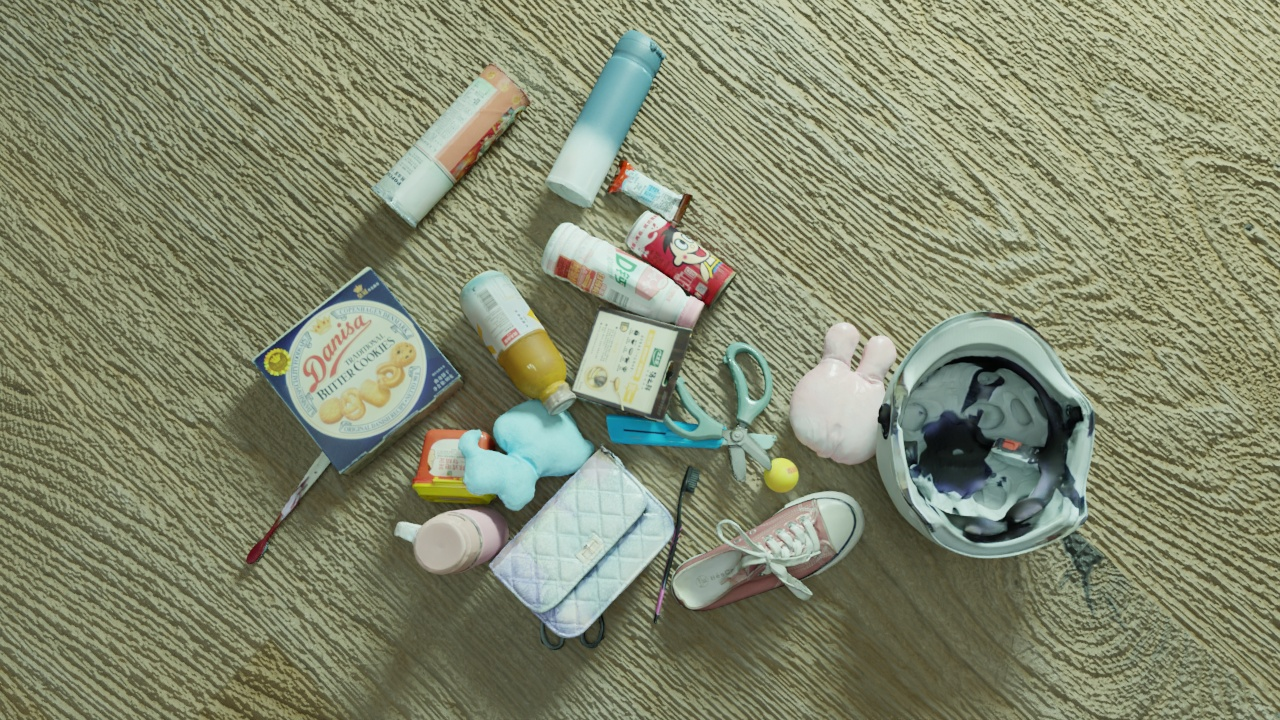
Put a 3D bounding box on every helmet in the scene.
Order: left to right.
[{"bbox_3d":[0.364,0.087,1.019,0.229,0.146,0.258,-5,79,-6],"label":"helmet"}]

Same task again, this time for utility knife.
[{"bbox_3d":[0.060,0.089,1.097,0.205,0.018,0.034,4,83,2],"label":"utility knife"}]

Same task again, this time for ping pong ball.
[{"bbox_3d":[0.165,0.135,1.075,0.040,0.040,0.040,0,83,2],"label":"ping pong ball"}]

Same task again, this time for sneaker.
[{"bbox_3d":[0.147,0.222,1.042,0.241,0.088,0.118,-23,83,1],"label":"sneaker"}]

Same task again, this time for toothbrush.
[{"bbox_3d":[-0.415,0.168,1.111,0.016,0.017,0.187,34,84,9],"label":"toothbrush"},{"bbox_3d":[0.042,0.218,1.086,0.018,0.014,0.189,14,85,-8],"label":"toothbrush"}]

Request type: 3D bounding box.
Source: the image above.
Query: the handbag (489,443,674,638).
[{"bbox_3d":[-0.061,0.210,1.052,0.134,0.076,0.193,42,80,6],"label":"handbag"}]

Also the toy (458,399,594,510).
[{"bbox_3d":[-0.130,0.101,1.063,0.161,0.050,0.156,26,58,-20],"label":"toy"}]

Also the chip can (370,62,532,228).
[{"bbox_3d":[-0.231,-0.264,1.123,0.071,0.071,0.214,41,87,6],"label":"chip can"}]

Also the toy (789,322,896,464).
[{"bbox_3d":[0.242,0.040,1.076,0.121,0.054,0.159,21,86,-4],"label":"toy"}]

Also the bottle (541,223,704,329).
[{"bbox_3d":[-0.019,-0.095,1.095,0.197,0.068,0.068,26,85,5],"label":"bottle"}]

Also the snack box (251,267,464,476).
[{"bbox_3d":[-0.338,0.014,1.104,0.178,0.046,0.182,-40,84,-7],"label":"snack box"}]

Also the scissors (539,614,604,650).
[{"bbox_3d":[-0.090,0.258,1.087,0.150,0.014,0.170,-40,83,-4],"label":"scissors"}]

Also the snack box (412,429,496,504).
[{"bbox_3d":[-0.214,0.124,1.076,0.091,0.082,0.080,3,74,2],"label":"snack box"}]

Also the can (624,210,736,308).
[{"bbox_3d":[0.047,-0.122,1.103,0.133,0.053,0.053,37,86,6],"label":"can"}]

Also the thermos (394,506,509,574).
[{"bbox_3d":[-0.204,0.193,1.006,0.087,0.198,0.067,17,85,6],"label":"thermos"}]

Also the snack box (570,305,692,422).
[{"bbox_3d":[-0.006,0.006,1.077,0.126,0.053,0.113,16,84,19],"label":"snack box"}]

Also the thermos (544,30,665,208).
[{"bbox_3d":[-0.042,-0.298,1.124,0.070,0.070,0.220,25,84,5],"label":"thermos"}]

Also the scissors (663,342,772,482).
[{"bbox_3d":[0.085,0.064,1.085,0.176,0.019,0.174,-3,74,3],"label":"scissors"}]

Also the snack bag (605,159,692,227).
[{"bbox_3d":[0.010,-0.205,1.128,0.104,0.026,0.048,27,91,5],"label":"snack bag"}]

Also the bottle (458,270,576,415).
[{"bbox_3d":[-0.142,-0.019,1.081,0.068,0.068,0.189,-36,74,-2],"label":"bottle"}]
